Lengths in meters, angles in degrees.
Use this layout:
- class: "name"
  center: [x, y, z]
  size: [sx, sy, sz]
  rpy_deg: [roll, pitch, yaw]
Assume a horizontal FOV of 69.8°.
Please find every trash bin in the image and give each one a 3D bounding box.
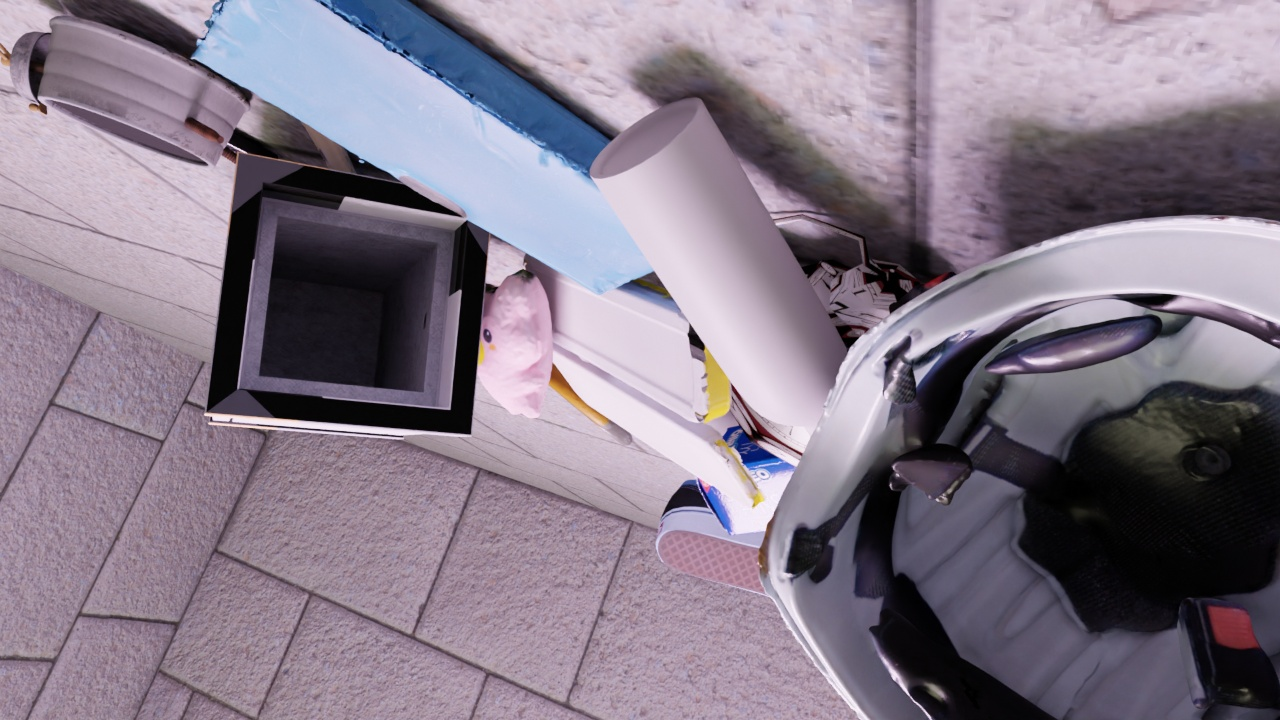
- class: "trash bin"
  center: [-0.209, -0.024, 0.627]
  size: [0.142, 0.142, 0.247]
  rpy_deg: [7, 172, -24]

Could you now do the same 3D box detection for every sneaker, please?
- class: "sneaker"
  center: [0.138, 0.148, 0.762]
  size: [0.241, 0.098, 0.084]
  rpy_deg: [16, 130, 7]

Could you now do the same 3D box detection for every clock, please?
- class: "clock"
  center: [0.097, -0.013, 0.473]
  size: [0.115, 0.064, 0.155]
  rpy_deg: [13, 136, 34]
- class: "clock"
  center: [-0.290, -0.153, 0.511]
  size: [0.148, 0.056, 0.104]
  rpy_deg: [18, 176, -8]

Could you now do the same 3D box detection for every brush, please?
- class: "brush"
  center: [-0.190, -0.122, 0.581]
  size: [0.033, 0.012, 0.218]
  rpy_deg: [21, 166, 0]

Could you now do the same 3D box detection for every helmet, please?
- class: "helmet"
  center: [0.193, 0.062, 0.347]
  size: [0.236, 0.265, 0.163]
  rpy_deg: [41, -141, 22]

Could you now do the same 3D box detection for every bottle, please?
- class: "bottle"
  center: [0.053, -0.017, 0.400]
  size: [0.053, 0.052, 0.195]
  rpy_deg: [4, 137, 51]

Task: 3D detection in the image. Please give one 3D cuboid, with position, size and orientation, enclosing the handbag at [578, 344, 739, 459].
- class: "handbag"
  center: [-0.004, 0.006, 0.730]
  size: [0.223, 0.095, 0.216]
  rpy_deg: [27, 170, 30]

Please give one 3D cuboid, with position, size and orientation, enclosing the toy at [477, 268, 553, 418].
- class: "toy"
  center: [-0.084, -0.010, 0.587]
  size: [0.050, 0.093, 0.102]
  rpy_deg: [-9, -174, -27]

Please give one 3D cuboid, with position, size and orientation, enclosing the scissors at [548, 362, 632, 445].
- class: "scissors"
  center: [-0.092, -0.007, 0.727]
  size: [0.225, 0.016, 0.162]
  rpy_deg: [40, 175, 1]

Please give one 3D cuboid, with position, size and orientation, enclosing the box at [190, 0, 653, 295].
- class: "box"
  center: [-0.079, -0.100, 0.421]
  size: [0.231, 0.048, 0.093]
  rpy_deg: [29, 163, -31]

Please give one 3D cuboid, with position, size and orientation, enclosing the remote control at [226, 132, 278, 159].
- class: "remote control"
  center: [-0.301, -0.160, 0.588]
  size: [0.136, 0.015, 0.032]
  rpy_deg: [27, 166, -34]

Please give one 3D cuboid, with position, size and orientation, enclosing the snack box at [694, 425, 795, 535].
- class: "snack box"
  center: [0.132, 0.060, 0.562]
  size: [0.207, 0.056, 0.057]
  rpy_deg: [-16, 111, 41]

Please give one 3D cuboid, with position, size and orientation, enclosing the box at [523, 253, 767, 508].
- class: "box"
  center: [-0.006, 0.005, 0.549]
  size: [0.210, 0.038, 0.130]
  rpy_deg: [27, 142, 53]
